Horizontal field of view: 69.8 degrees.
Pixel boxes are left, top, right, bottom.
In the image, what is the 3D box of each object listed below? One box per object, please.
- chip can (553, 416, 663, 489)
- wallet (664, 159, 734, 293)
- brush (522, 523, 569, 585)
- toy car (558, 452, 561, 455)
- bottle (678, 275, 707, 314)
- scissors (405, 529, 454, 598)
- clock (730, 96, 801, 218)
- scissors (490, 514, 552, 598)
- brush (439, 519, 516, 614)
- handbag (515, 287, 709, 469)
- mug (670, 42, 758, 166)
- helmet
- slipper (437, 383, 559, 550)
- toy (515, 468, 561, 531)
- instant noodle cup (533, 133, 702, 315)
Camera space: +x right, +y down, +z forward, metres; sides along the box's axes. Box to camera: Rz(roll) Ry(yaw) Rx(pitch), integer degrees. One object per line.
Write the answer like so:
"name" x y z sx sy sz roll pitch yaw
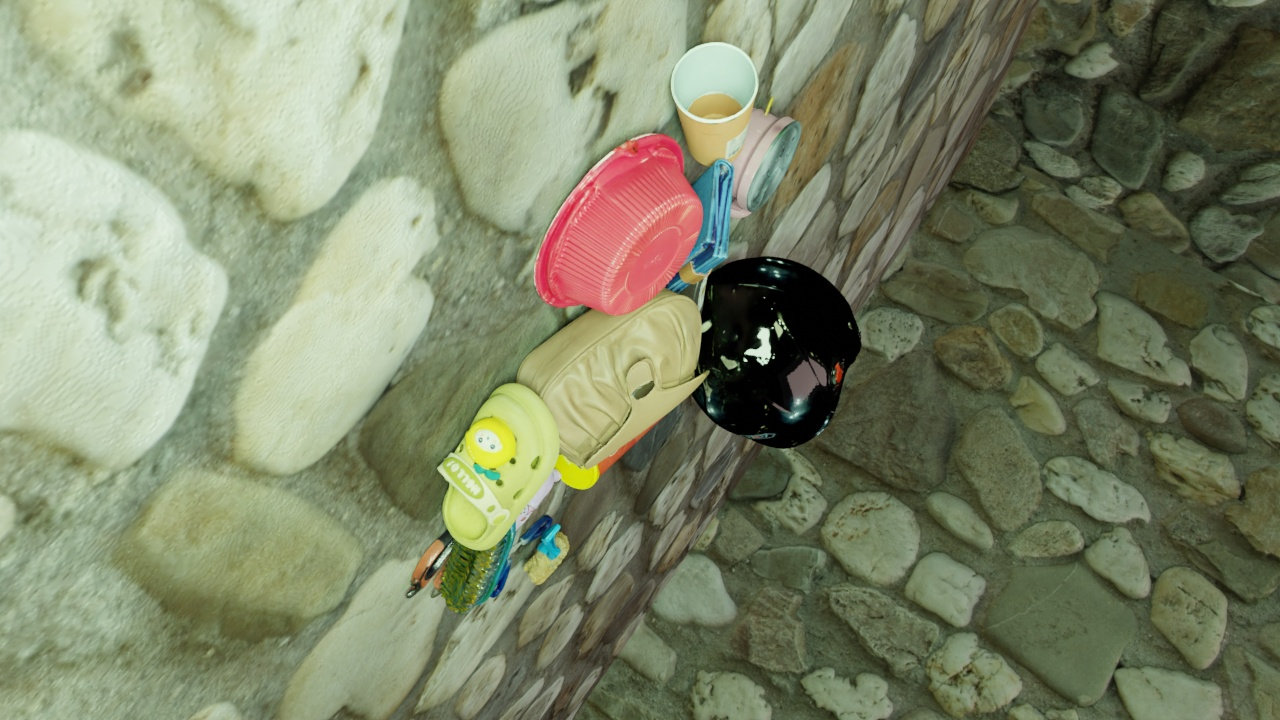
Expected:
"chip can" -0.031 0.084 1.198 0.215 0.073 0.073 -40 157 -50
"wallet" 0.057 -0.134 0.946 0.133 0.040 0.106 148 -49 -66
"brush" -0.123 0.250 1.226 0.083 0.046 0.255 -49 171 -20
"toy car" -0.063 0.042 1.031 0.071 0.041 0.156 -38 142 -48
"bottle" 0.068 -0.130 1.107 0.079 0.044 0.195 -70 173 -45
"scissors" -0.187 0.175 1.007 0.214 0.015 0.196 -44 160 -37
"clock" 0.136 -0.232 1.099 0.117 0.060 0.159 -53 162 -17
"scissors" -0.165 0.250 1.225 0.161 0.012 0.173 -38 156 -49
"brush" -0.169 0.209 0.996 0.073 0.055 0.144 -30 148 -56
"handbag" -0.019 0.017 0.941 0.204 0.100 0.148 -36 130 -18
"mug" 0.072 -0.236 0.877 0.078 0.078 0.123 -55 168 -6
"helmet" 0.163 -0.010 1.270 0.229 0.234 0.274 -2 86 -54
"slipper" -0.147 0.112 0.876 0.081 0.091 0.191 -24 147 -59
"toy" -0.136 0.162 1.086 0.108 0.039 0.084 -53 157 -14
"instant noodle cup" -0.007 -0.111 0.852 0.193 0.066 0.194 -43 161 -19
